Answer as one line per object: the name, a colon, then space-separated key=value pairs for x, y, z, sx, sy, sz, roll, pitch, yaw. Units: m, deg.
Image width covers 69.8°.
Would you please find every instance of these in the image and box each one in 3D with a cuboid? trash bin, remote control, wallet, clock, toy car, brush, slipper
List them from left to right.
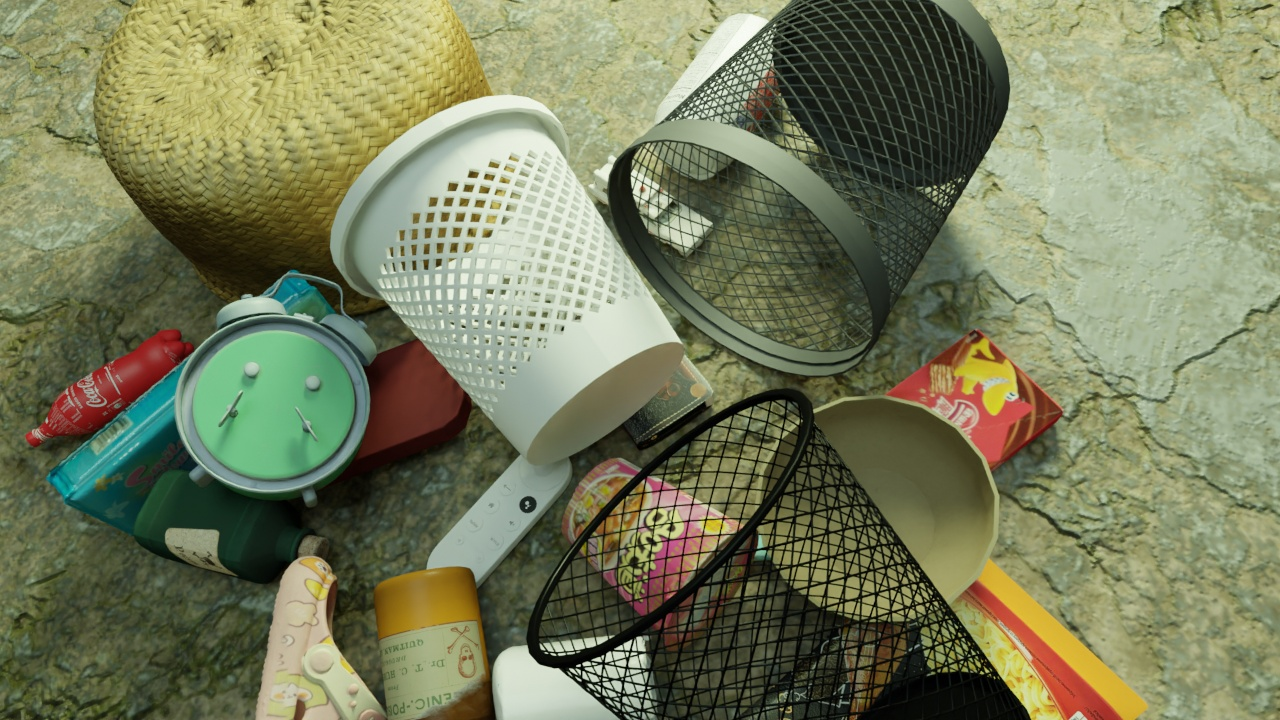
clock: x=-0.249 y=0.015 z=0.642 sx=0.122 sy=0.075 sz=0.161 roll=14 pitch=72 yaw=-14
slipper: x=-0.205 y=0.226 z=0.597 sx=0.081 sy=0.093 sz=0.197 roll=3 pitch=67 yaw=-12
brush: x=-0.216 y=0.048 z=0.712 sx=0.173 sy=0.042 sz=0.082 roll=-21 pitch=62 yaw=-4
remote control: x=-0.103 y=0.117 z=0.679 sx=0.043 sy=0.013 sz=0.136 roll=35 pitch=72 yaw=22
trash bin: x=-0.081 y=-0.045 z=0.654 sx=0.195 sy=0.196 sz=0.199 roll=-35 pitch=73 yaw=-11
wallet: x=-0.004 y=0.004 z=0.720 sx=0.072 sy=0.019 sz=0.123 roll=-33 pitch=64 yaw=-9
toy car: x=0.007 y=-0.134 z=0.778 sx=0.113 sy=0.039 sz=0.039 roll=35 pitch=72 yaw=22
trash bin: x=0.081 y=0.153 z=0.476 sx=0.183 sy=0.184 sz=0.210 roll=-45 pitch=100 yaw=-15
trash bin: x=0.130 y=-0.145 z=0.676 sx=0.218 sy=0.218 sz=0.226 roll=31 pitch=67 yaw=20

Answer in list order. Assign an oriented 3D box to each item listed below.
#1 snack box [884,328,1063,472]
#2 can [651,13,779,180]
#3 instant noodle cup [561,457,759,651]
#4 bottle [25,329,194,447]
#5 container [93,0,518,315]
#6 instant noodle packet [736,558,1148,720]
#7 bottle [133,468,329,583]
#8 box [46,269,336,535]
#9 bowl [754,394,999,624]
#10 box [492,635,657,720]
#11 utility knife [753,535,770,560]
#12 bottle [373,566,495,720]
snack box: x=0.225 y=0.046 z=0.669 sx=0.133 sy=0.021 sz=0.089 roll=-35 pitch=65 yaw=-10
can: x=0.072 y=-0.229 z=0.797 sx=0.078 sy=0.078 sz=0.136 roll=27 pitch=69 yaw=19
instant noodle cup: x=0.008 y=0.124 z=0.623 sx=0.109 sy=0.098 sz=0.097 roll=32 pitch=71 yaw=30
bottle: x=-0.433 y=0.026 z=0.751 sx=0.141 sy=0.042 sz=0.042 roll=-34 pitch=64 yaw=-10
container: x=-0.272 y=-0.203 z=0.764 sx=0.307 sy=0.197 sz=0.306 roll=-3 pitch=65 yaw=5
instant noodle packet: x=0.178 y=0.228 z=0.576 sx=0.220 sy=0.032 sz=0.160 roll=-38 pitch=63 yaw=-12
bottle: x=-0.291 y=0.126 z=0.671 sx=0.131 sy=0.061 sz=0.061 roll=11 pitch=62 yaw=12
box: x=-0.329 y=0.032 z=0.705 sx=0.041 sy=0.094 sz=0.226 roll=39 pitch=74 yaw=21
bowl: x=0.155 y=0.102 z=0.610 sx=0.152 sy=0.050 sz=0.152 roll=-6 pitch=62 yaw=11
box: x=-0.019 y=0.242 z=0.570 sx=0.140 sy=0.084 sz=0.141 roll=-10 pitch=57 yaw=1
utility knife: x=0.100 y=0.130 z=0.646 sx=0.126 sy=0.015 sz=0.022 roll=-6 pitch=61 yaw=6
bottle: x=-0.130 y=0.219 z=0.597 sx=0.068 sy=0.068 sz=0.156 roll=-13 pitch=71 yaw=0
